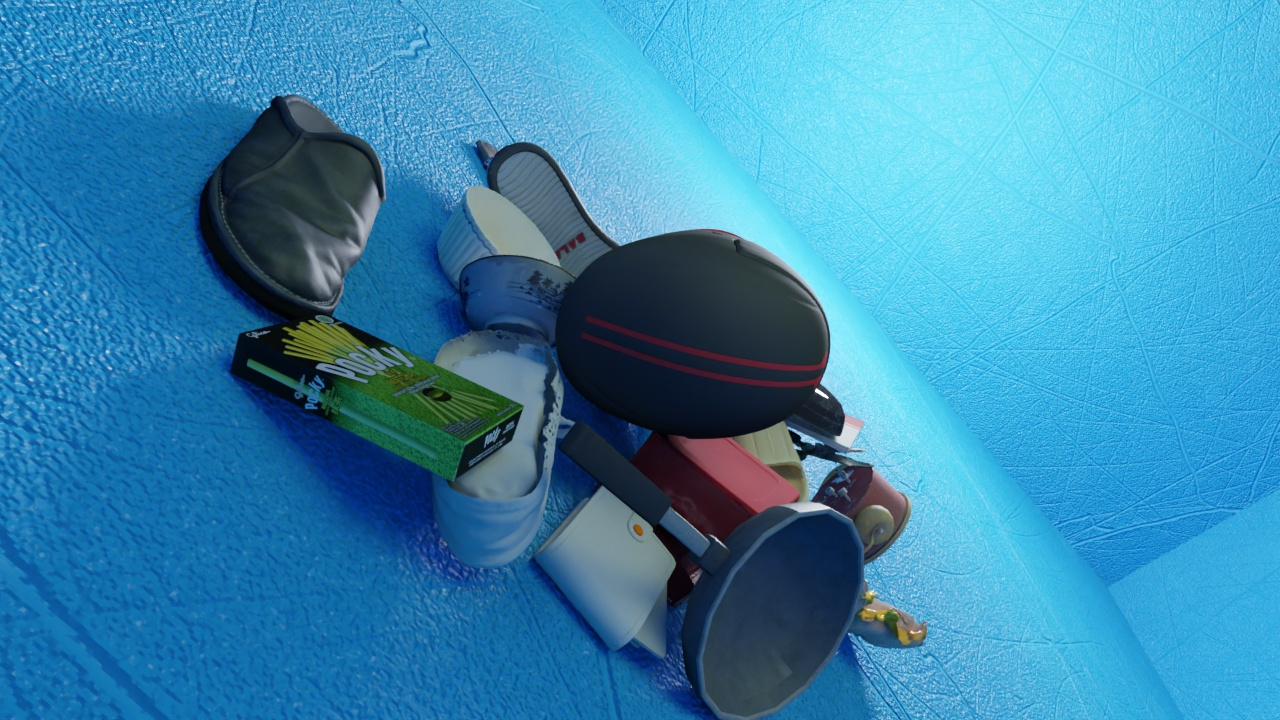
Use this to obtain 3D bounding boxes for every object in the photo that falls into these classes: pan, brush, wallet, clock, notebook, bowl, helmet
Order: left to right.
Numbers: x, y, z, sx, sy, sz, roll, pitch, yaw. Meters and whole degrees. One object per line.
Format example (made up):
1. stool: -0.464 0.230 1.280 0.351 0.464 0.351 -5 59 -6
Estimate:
1. bowl: -0.133 -0.094 0.828 0.115 0.063 0.115 43 21 -21
2. brush: -0.152 -0.197 1.049 0.039 0.012 0.151 18 39 -57
3. bowl: -0.099 -0.037 0.763 0.114 0.114 0.045 33 55 -40
4. wallet: -0.014 0.159 0.677 0.115 0.038 0.118 50 23 -1
5. helmet: 0.055 -0.018 0.737 0.264 0.164 0.170 7 17 -29
6. pan: 0.051 0.139 0.646 0.041 0.178 0.357 26 -15 47
7. pan: 0.102 -0.027 1.105 0.357 0.040 0.207 38 10 19
8. notebook: 0.173 0.054 1.153 0.209 0.012 0.152 23 16 15
9. clock: 0.249 0.186 1.089 0.081 0.117 0.158 44 27 -9

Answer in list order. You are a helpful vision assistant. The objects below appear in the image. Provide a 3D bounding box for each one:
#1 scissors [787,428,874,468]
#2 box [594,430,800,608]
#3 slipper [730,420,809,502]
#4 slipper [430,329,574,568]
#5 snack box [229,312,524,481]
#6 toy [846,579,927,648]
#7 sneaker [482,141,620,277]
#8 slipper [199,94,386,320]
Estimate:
1. scissors: 0.176 0.110 1.065 0.210 0.015 0.141 15 27 7
2. box: 0.056 0.117 0.798 0.134 0.113 0.157 50 19 12
3. slipper: 0.114 0.063 1.014 0.111 0.079 0.261 0 43 -30
4. slipper: -0.097 0.047 0.640 0.112 0.075 0.246 18 26 -16
5. snack box: -0.153 0.017 0.543 0.147 0.025 0.080 24 17 10
6. toy: 0.214 0.243 0.887 0.264 0.196 0.065 28 70 -30
7. sneaker: -0.079 -0.113 0.964 0.263 0.096 0.129 52 -6 -24
8. slipper: -0.232 -0.135 0.659 0.109 0.084 0.265 40 24 -33
